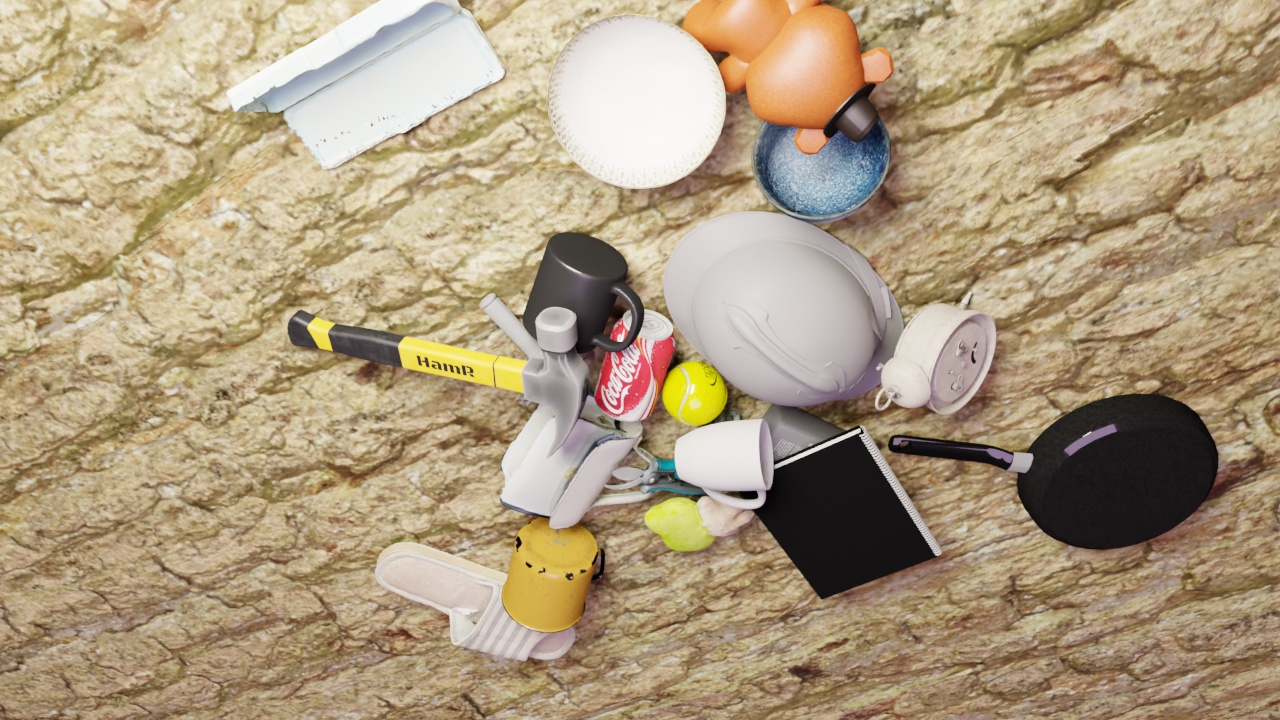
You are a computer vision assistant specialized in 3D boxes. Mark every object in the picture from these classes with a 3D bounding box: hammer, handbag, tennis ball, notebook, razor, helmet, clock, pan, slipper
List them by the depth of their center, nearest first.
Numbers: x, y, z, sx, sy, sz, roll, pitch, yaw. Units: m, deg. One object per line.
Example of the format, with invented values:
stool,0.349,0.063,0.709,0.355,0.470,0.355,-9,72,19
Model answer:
helmet,0.145,-0.016,0.869,0.271,0.117,0.184,32,119,-21
clock,0.273,0.003,0.880,0.156,0.061,0.103,-30,128,-27
hammer,-0.202,0.001,0.894,0.325,0.033,0.170,11,131,15
razor,-0.117,-0.020,0.924,0.088,0.047,0.116,-34,109,22
tennis ball,0.055,0.033,0.937,0.065,0.065,0.065,1,124,1
handbag,-0.049,0.119,0.996,0.176,0.074,0.152,22,122,-24
pan,0.447,0.119,0.998,0.355,0.044,0.204,7,124,-4
notebook,0.218,0.171,0.999,0.149,0.016,0.207,-27,120,20
slipper,-0.203,0.307,1.142,0.272,0.054,0.115,32,114,-18

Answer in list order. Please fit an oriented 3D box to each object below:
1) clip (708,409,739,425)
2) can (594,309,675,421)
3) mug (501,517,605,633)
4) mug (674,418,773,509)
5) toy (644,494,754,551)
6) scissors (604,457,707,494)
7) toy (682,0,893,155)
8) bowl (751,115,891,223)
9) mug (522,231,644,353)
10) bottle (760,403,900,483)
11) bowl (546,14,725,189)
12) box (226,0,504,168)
clip,0.082,0.087,0.982,0.042,0.023,0.076,13,100,-29
can,-0.005,0.005,0.920,0.064,0.064,0.105,13,124,-7
mug,-0.094,0.244,1.072,0.123,0.100,0.094,-5,127,-30
mug,0.088,0.112,0.941,0.089,0.071,0.107,-5,124,19
toy,0.070,0.181,1.047,0.118,0.043,0.092,-21,132,20
scissors,0.038,0.126,1.005,0.156,0.019,0.124,-29,136,-1
toy,0.119,-0.242,0.728,0.112,0.096,0.176,-44,81,26
bowl,0.154,-0.167,0.791,0.114,0.061,0.114,-2,80,10
mug,-0.048,-0.055,0.861,0.113,0.078,0.088,34,124,16
bottle,0.202,0.115,0.999,0.174,0.046,0.084,23,122,-14
bowl,-0.003,-0.222,0.765,0.145,0.063,0.145,1,125,2
box,-0.226,-0.234,0.762,0.198,0.074,0.126,-22,140,17
